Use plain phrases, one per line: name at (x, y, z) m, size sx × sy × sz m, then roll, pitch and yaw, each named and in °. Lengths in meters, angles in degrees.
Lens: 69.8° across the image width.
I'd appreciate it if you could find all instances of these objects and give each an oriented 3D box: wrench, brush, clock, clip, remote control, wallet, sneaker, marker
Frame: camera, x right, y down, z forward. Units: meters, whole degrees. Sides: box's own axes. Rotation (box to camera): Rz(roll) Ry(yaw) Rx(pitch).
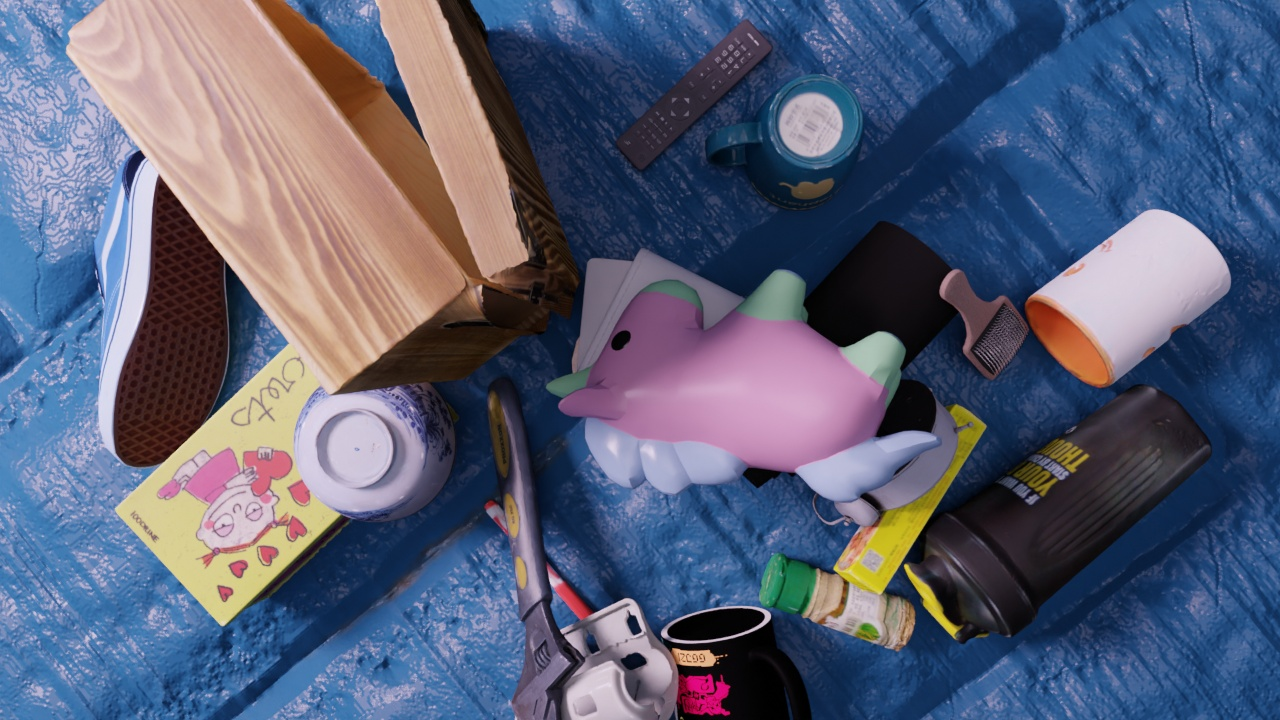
wrench at (-0.081, 0.142, 0.664) m, size 0.074 × 0.022 × 0.273 m, roll -31°, pitch 64°, yaw 41°
brush at (0.243, -0.027, 0.644) m, size 0.015 × 0.135 × 0.050 m, roll 38°, pitch 94°, yaw 44°
clock at (0.171, 0.070, 0.658) m, size 0.035 × 0.094 × 0.123 m, roll 40°, pitch 100°, yaw -22°
clip at (-0.029, 0.259, 0.646) m, size 0.127 × 0.101 × 0.152 m, roll -36°, pitch 65°, yaw 40°
remote control at (0.040, -0.201, 0.700) m, size 0.136 × 0.015 × 0.032 m, roll -42°, pitch 89°, yaw 5°
wallet at (-0.001, -0.017, 0.664) m, size 0.115 × 0.037 × 0.118 m, roll 27°, pitch 88°, yaw 2°
sneaker at (-0.375, -0.043, 0.705) m, size 0.098 × 0.083 × 0.241 m, roll 16°, pitch 99°, yaw 36°
marker at (-0.071, 0.163, 0.710) m, size 0.013 × 0.013 × 0.142 m, roll -42°, pitch 89°, yaw 2°

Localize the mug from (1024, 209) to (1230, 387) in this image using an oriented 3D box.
mug at (0.344, -0.044, 0.653) m, size 0.105 × 0.082 × 0.082 m, roll -38°, pitch 89°, yaw 2°

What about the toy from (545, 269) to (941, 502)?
toy at (0.062, 0.029, 0.577) m, size 0.222 × 0.120 × 0.171 m, roll 36°, pitch 80°, yaw 22°

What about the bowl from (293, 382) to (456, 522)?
bowl at (-0.187, 0.057, 0.625) m, size 0.114 × 0.045 × 0.114 m, roll 0°, pitch 90°, yaw 2°

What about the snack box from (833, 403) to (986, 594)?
snack box at (0.195, 0.100, 0.667) m, size 0.029 × 0.040 × 0.147 m, roll 36°, pitch 79°, yaw 2°

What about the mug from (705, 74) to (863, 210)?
mug at (0.102, -0.155, 0.652) m, size 0.112 × 0.104 × 0.084 m, roll -5°, pitch 90°, yaw 2°

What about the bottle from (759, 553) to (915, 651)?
bottle at (0.146, 0.181, 0.686) m, size 0.111 × 0.043 × 0.043 m, roll 19°, pitch 91°, yaw 1°

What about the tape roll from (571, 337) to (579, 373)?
tape roll at (-0.004, 0.004, 0.697) m, size 0.094 × 0.027 × 0.094 m, roll 0°, pitch 91°, yaw 3°

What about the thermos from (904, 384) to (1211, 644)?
thermos at (0.294, 0.111, 0.657) m, size 0.220 × 0.098 × 0.098 m, roll -37°, pitch 89°, yaw -3°

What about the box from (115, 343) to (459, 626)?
box at (-0.257, 0.074, 0.686) m, size 0.221 × 0.079 × 0.124 m, roll -41°, pitch 88°, yaw 4°

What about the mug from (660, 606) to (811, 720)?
mug at (0.074, 0.238, 0.655) m, size 0.081 × 0.118 × 0.098 m, roll -10°, pitch 90°, yaw -37°

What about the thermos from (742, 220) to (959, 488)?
thermos at (0.134, 0.002, 0.662) m, size 0.086 × 0.086 × 0.198 m, roll 43°, pitch 92°, yaw 2°

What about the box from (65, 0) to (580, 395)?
box at (-0.137, -0.115, 0.579) m, size 0.192 × 0.279 × 0.251 m, roll -36°, pitch 89°, yaw 1°
